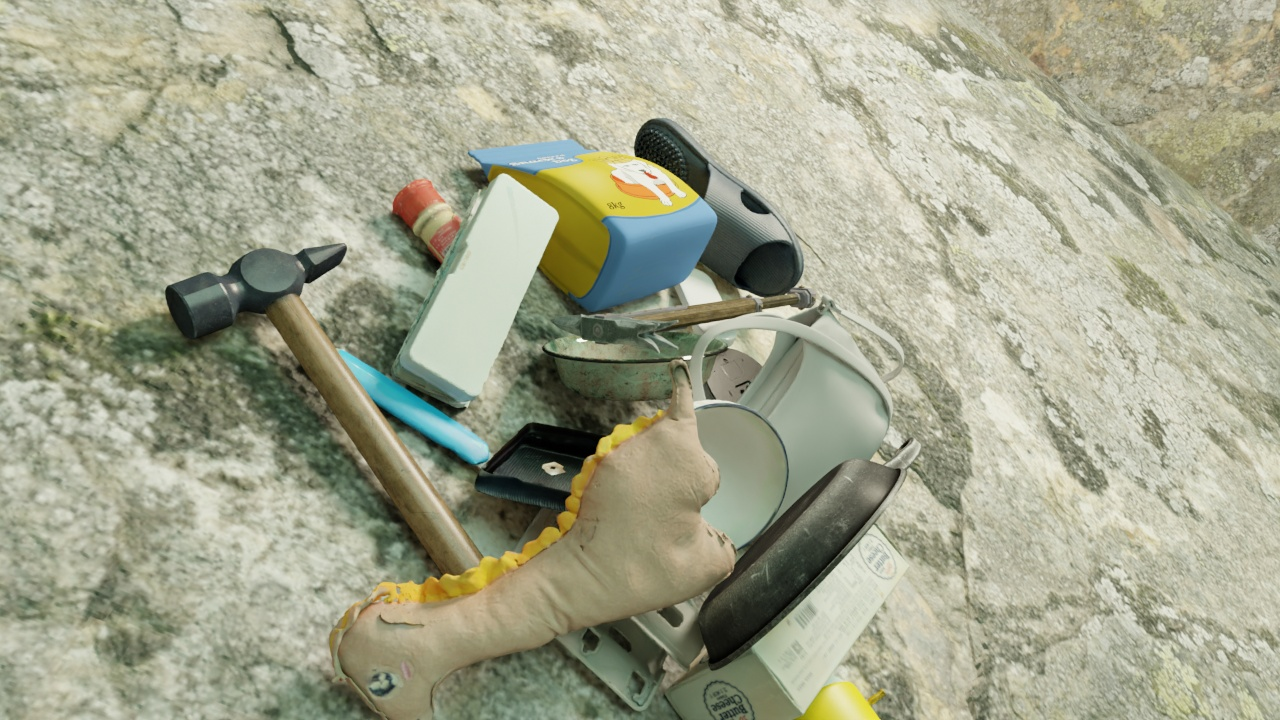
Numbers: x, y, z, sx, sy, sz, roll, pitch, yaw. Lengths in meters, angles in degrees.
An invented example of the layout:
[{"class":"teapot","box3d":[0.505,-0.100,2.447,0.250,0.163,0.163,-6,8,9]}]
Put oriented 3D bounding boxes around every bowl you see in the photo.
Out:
[{"class":"bowl","box3d":[-0.005,0.005,0.785,0.157,0.158,0.038,-11,104,-45]},{"class":"bowl","box3d":[0.044,0.081,0.682,0.118,0.118,0.062,22,5,-23]}]

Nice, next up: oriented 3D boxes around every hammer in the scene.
[{"class":"hammer","box3d":[0.068,-0.047,0.873,0.316,0.147,0.028,-11,104,-46]},{"class":"hammer","box3d":[-0.185,0.054,0.642,0.129,0.040,0.321,-31,80,-39]}]

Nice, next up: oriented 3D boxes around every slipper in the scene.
[{"class":"slipper","box3d":[0.066,-0.163,1.016,0.082,0.101,0.263,-25,67,-41]}]

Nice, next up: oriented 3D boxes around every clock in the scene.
[{"class":"clock","box3d":[0.126,0.276,0.647,0.118,0.083,0.057,-15,46,-24]},{"class":"clock","box3d":[0.099,0.045,0.895,0.094,0.035,0.122,-19,69,-47]}]

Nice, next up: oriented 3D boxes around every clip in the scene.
[{"class":"clip","box3d":[0.001,0.156,0.668,0.126,0.097,0.151,47,50,-11]}]

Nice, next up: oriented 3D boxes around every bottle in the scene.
[{"class":"bottle","box3d":[-0.169,-0.108,0.805,0.109,0.044,0.044,48,40,6]}]

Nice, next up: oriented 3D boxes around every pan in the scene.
[{"class":"pan","box3d":[0.150,0.113,0.695,0.055,0.188,0.355,45,32,9]}]

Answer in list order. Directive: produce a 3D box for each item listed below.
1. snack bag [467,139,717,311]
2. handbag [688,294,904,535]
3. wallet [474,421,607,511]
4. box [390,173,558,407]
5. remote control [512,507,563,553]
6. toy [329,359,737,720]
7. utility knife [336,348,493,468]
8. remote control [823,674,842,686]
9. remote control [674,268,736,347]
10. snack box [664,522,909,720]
[{"class":"snack bag","box3d":[-0.051,-0.156,0.911,0.205,0.102,0.158,43,37,20]},{"class":"handbag","box3d":[0.115,0.030,0.775,0.222,0.215,0.096,43,-8,-38]},{"class":"wallet","box3d":[-0.063,0.081,0.685,0.089,0.026,0.114,11,16,10]},{"class":"box","box3d":[-0.128,-0.059,0.748,0.083,0.066,0.198,20,60,-4]},{"class":"remote control","box3d":[-0.055,0.127,0.710,0.050,0.011,0.135,40,40,-5]},{"class":"toy","box3d":[-0.066,0.116,0.579,0.264,0.065,0.196,-11,89,-17]},{"class":"utility knife","box3d":[-0.168,0.042,0.689,0.178,0.015,0.031,34,43,-6]},{"class":"remote control","box3d":[0.144,0.305,0.704,0.049,0.024,0.143,25,43,-20]},{"class":"remote control","box3d":[0.065,-0.057,0.948,0.043,0.013,0.136,7,35,-19]},{"class":"snack box","box3d":[0.119,0.206,0.712,0.057,0.104,0.207,53,40,8]}]
